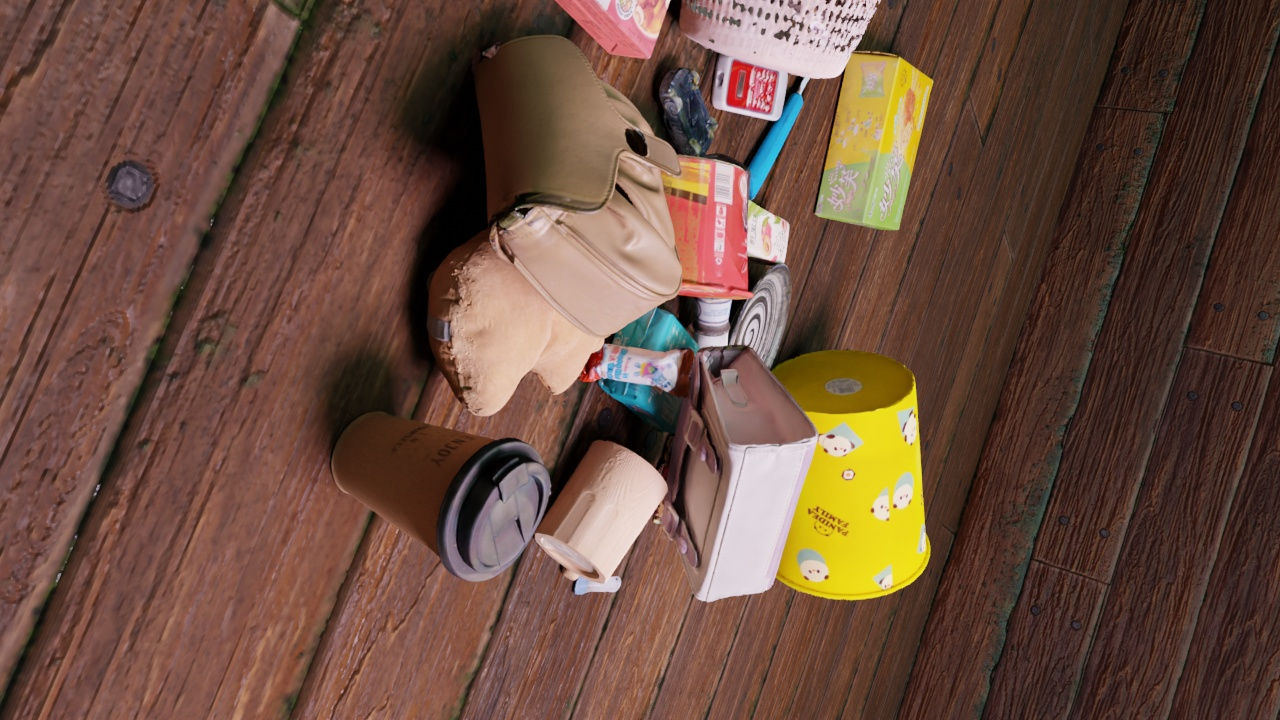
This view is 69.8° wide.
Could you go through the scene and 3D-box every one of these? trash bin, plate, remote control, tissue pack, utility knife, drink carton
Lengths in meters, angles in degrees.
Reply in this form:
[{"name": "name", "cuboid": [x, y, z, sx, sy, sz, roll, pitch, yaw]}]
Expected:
[{"name": "trash bin", "cuboid": [0.263, 0.138, 1.199, 0.228, 0.230, 0.255, -35, 127, -46]}, {"name": "plate", "cuboid": [0.124, -0.025, 1.032, 0.178, 0.024, 0.180, -46, 147, -43]}, {"name": "remote control", "cuboid": [0.114, -0.279, 0.940, 0.135, 0.020, 0.056, -12, 113, -56]}, {"name": "tissue pack", "cuboid": [0.016, 0.010, 0.892, 0.133, 0.050, 0.093, 44, 66, -57]}, {"name": "utility knife", "cuboid": [0.155, -0.257, 1.018, 0.186, 0.018, 0.034, -61, 159, -21]}, {"name": "drink carton", "cuboid": [0.117, -0.137, 0.987, 0.122, 0.046, 0.053, 8, 92, -60]}, {"name": "trash bin", "cuboid": [0.128, -0.351, 0.765, 0.226, 0.227, 0.192, -23, 136, -52]}]

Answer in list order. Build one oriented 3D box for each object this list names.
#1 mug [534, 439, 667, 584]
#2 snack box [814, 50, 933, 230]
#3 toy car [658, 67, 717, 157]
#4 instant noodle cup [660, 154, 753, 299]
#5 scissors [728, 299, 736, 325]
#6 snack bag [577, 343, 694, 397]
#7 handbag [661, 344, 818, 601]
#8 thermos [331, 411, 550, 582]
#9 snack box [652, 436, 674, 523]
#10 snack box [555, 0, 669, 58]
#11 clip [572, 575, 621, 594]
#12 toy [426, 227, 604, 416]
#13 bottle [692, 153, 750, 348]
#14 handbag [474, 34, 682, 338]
[{"name": "mug", "cuboid": [-0.039, 0.147, 0.856, 0.103, 0.084, 0.125, -55, 171, -26]}, {"name": "snack box", "cuboid": [0.308, -0.281, 1.202, 0.157, 0.070, 0.210, -7, 110, -57]}, {"name": "toy car", "cuboid": [0.041, -0.224, 0.834, 0.042, 0.034, 0.090, -57, 144, -21]}, {"name": "instant noodle cup", "cuboid": [0.035, -0.113, 0.790, 0.137, 0.138, 0.108, 4, 93, -59]}, {"name": "scissors", "cuboid": [0.098, -0.018, 1.045, 0.188, 0.015, 0.227, -59, 146, -22]}, {"name": "snack bag", "cuboid": [-0.005, 0.005, 0.813, 0.026, 0.105, 0.045, 60, 40, -73]}, {"name": "handbag", "cuboid": [0.078, 0.104, 0.851, 0.098, 0.144, 0.197, -2, 127, -16]}, {"name": "thermos", "cuboid": [-0.131, 0.081, 0.598, 0.092, 0.143, 0.093, -33, 131, -47]}, {"name": "snack box", "cuboid": [0.087, 0.144, 1.018, 0.117, 0.106, 0.118, 20, 88, -60]}, {"name": "snack box", "cuboid": [-0.015, -0.314, 0.690, 0.113, 0.044, 0.127, 22, 85, -59]}, {"name": "clip", "cuboid": [-0.047, 0.223, 0.930, 0.056, 0.026, 0.024, 11, 92, -47]}, {"name": "toy", "cuboid": [-0.073, -0.043, 0.704, 0.225, 0.082, 0.143, -17, 119, -60]}, {"name": "bottle", "cuboid": [0.073, -0.100, 0.905, 0.044, 0.080, 0.195, -10, 120, -19]}, {"name": "handbag", "cuboid": [-0.038, -0.124, 0.619, 0.147, 0.100, 0.204, 28, 40, -43]}]
